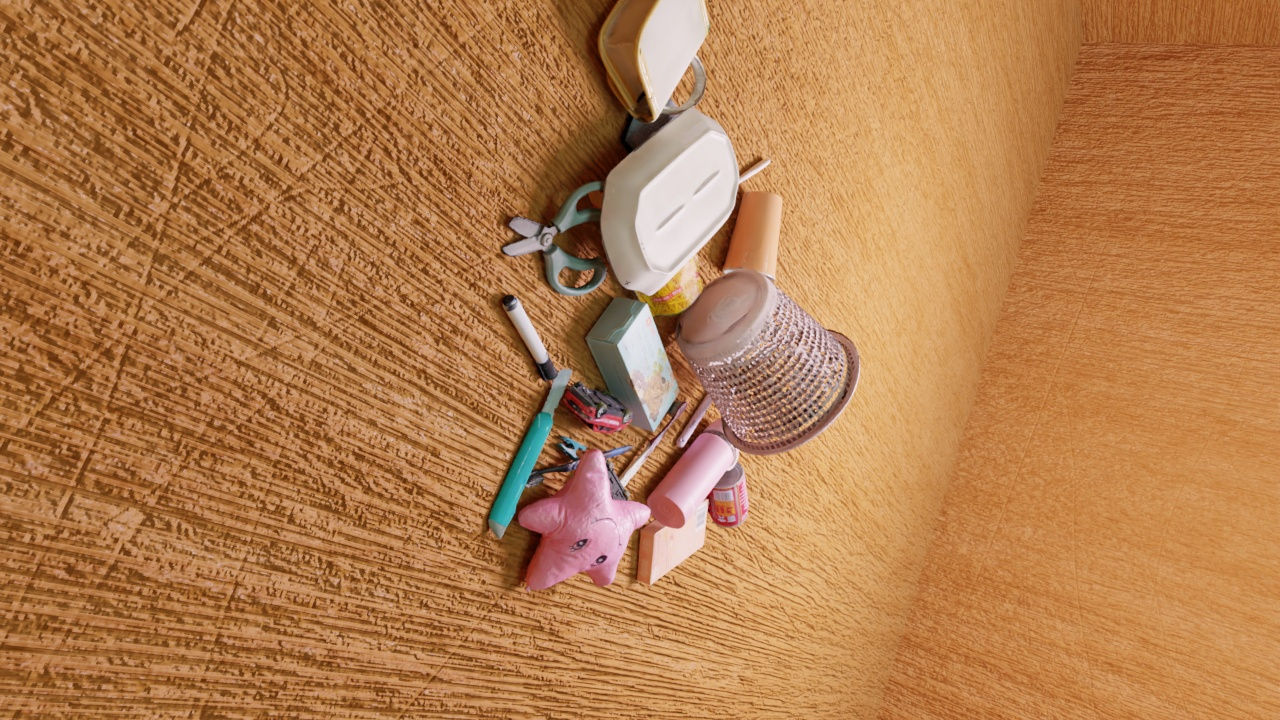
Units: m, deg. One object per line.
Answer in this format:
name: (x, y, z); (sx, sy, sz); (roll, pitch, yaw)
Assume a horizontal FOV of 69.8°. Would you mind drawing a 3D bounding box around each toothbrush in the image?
toothbrush: (0.011, 0.118, 1.271); (0.187, 0.017, 0.016); (-49, 142, -33)
toothbrush: (0.143, -0.265, 1.328); (0.179, 0.016, 0.016); (-39, 127, -44)
toothbrush: (0.104, 0.059, 1.390); (0.188, 0.029, 0.021); (-55, 180, -29)
toothbrush: (-0.073, 0.126, 1.114); (0.189, 0.016, 0.014); (-11, 126, -46)

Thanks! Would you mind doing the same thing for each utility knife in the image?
utility knife: (-0.125, 0.102, 1.046); (0.029, 0.013, 0.209); (32, 74, -30)

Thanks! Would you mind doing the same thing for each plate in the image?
plate: (0.047, -0.189, 1.081); (0.264, 0.034, 0.162); (-46, 130, -38)

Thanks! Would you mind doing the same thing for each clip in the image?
clip: (-0.084, 0.105, 1.114); (0.048, 0.015, 0.057); (-66, 149, -12)

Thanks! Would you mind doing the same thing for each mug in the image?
mug: (0.170, -0.183, 1.352); (0.078, 0.078, 0.122); (19, 81, -58)

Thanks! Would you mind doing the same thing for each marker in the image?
marker: (-0.121, -0.022, 1.003); (0.022, 0.018, 0.131); (-50, 141, -21)

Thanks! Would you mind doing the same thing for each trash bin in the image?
trash bin: (0.160, -0.012, 1.277); (0.192, 0.228, 0.227); (46, 61, -32)

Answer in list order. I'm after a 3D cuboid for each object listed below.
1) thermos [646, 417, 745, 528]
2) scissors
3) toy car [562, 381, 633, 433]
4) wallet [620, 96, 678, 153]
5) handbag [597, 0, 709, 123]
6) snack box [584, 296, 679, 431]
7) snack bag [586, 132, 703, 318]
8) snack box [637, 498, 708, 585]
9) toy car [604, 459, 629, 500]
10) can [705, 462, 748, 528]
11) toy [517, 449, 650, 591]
thermos: (0.090, 0.169, 1.365); (0.198, 0.067, 0.087); (-45, 131, -41)
scissors: (-0.077, -0.147, 1.001); (0.177, 0.019, 0.169); (23, 98, -53)
toy car: (-0.052, 0.061, 1.109); (0.045, 0.053, 0.120); (-53, 153, 5)
wallet: (0.021, -0.279, 1.128); (0.121, 0.019, 0.097); (39, 67, -55)
handbag: (0.025, -0.351, 1.064); (0.163, 0.063, 0.179); (-62, 149, -23)
snack box: (-0.007, 0.007, 1.161); (0.074, 0.052, 0.175); (-55, 143, -29)
snack bag: (0.014, -0.158, 1.121); (0.128, 0.073, 0.208); (-43, 133, -24)
snack box: (0.050, 0.267, 1.378); (0.156, 0.026, 0.084); (-20, 119, -53)
toy car: (-0.047, 0.167, 1.180); (0.048, 0.031, 0.106); (-53, 138, -27)
can: (0.136, 0.212, 1.455); (0.066, 0.067, 0.094); (-47, 138, -39)
toy: (-0.072, 0.216, 1.115); (0.178, 0.075, 0.195); (-45, 132, -14)
